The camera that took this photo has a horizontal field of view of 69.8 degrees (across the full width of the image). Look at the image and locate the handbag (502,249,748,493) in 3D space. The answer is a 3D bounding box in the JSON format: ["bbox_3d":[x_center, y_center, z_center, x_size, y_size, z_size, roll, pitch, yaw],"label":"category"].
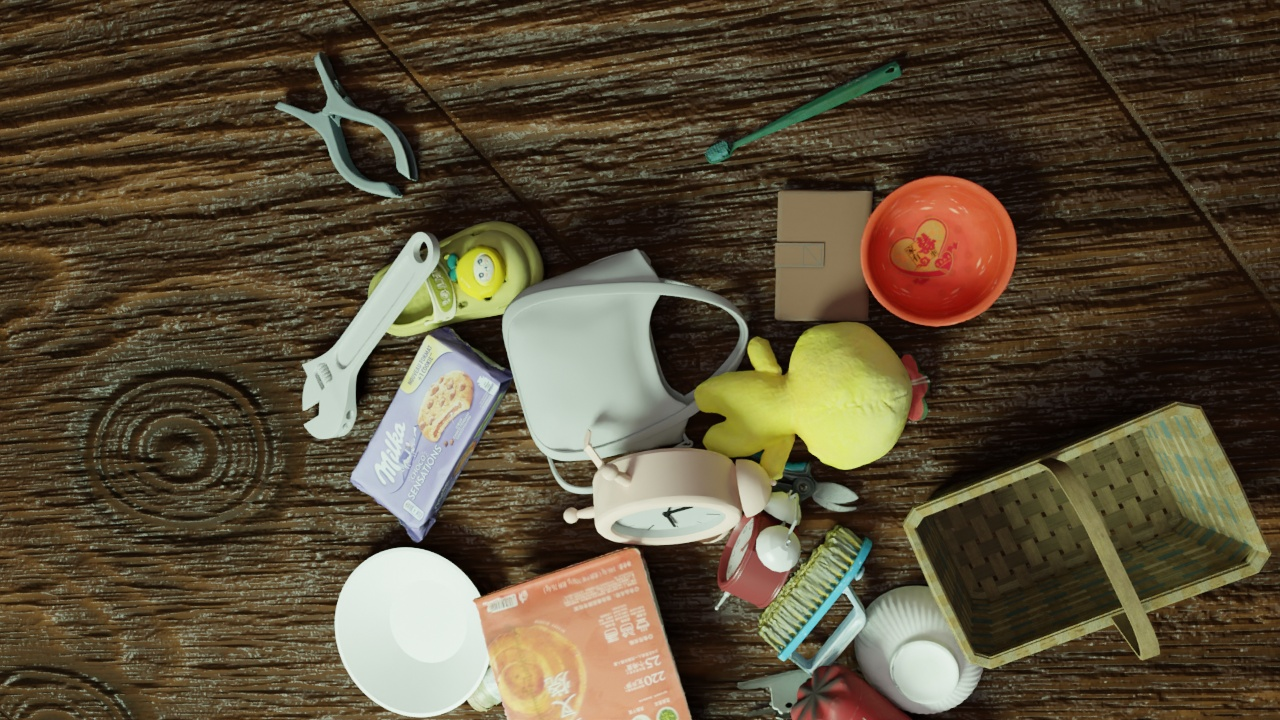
[{"bbox_3d":[-0.005,0.005,0.871,0.223,0.095,0.216,-13,103,3],"label":"handbag"}]

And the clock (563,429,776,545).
[{"bbox_3d":[0.025,0.115,0.828,0.160,0.131,0.086,12,60,-16],"label":"clock"}]

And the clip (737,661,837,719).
[{"bbox_3d":[0.143,0.320,0.879,0.102,0.054,0.057,-17,55,12],"label":"clip"}]

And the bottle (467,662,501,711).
[{"bbox_3d":[-0.128,0.314,0.933,0.111,0.043,0.043,-37,87,13],"label":"bottle"}]

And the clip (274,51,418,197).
[{"bbox_3d":[-0.303,-0.219,0.929,0.106,0.027,0.163,-42,85,10],"label":"clip"}]

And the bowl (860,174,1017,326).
[{"bbox_3d":[0.262,-0.096,0.814,0.130,0.045,0.130,1,95,12],"label":"bowl"}]

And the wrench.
[{"bbox_3d":[-0.266,-0.019,0.900,0.274,0.018,0.086,-44,69,31],"label":"wrench"}]

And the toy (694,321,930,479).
[{"bbox_3d":[0.155,0.037,0.825,0.208,0.092,0.134,-10,94,15],"label":"toy"}]

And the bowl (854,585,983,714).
[{"bbox_3d":[0.257,0.272,0.839,0.118,0.062,0.118,1,95,11],"label":"bowl"}]

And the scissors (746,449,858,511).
[{"bbox_3d":[0.128,0.108,0.874,0.131,0.019,0.149,-29,88,13],"label":"scissors"}]

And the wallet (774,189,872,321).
[{"bbox_3d":[0.169,-0.097,0.850,0.087,0.013,0.121,2,95,7],"label":"wallet"}]

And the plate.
[{"bbox_3d":[-0.229,0.276,0.950,0.174,0.036,0.174,1,93,14],"label":"plate"}]

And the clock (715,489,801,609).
[{"bbox_3d":[0.112,0.173,0.841,0.044,0.087,0.125,25,123,-5],"label":"clock"}]

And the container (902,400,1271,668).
[{"bbox_3d":[0.357,0.145,0.744,0.250,0.186,0.157,-25,89,12],"label":"container"}]

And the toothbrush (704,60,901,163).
[{"bbox_3d":[0.146,-0.227,0.841,0.190,0.017,0.016,-23,90,13],"label":"toothbrush"}]

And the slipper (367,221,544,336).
[{"bbox_3d":[-0.191,-0.078,0.893,0.191,0.081,0.091,-16,89,15],"label":"slipper"}]

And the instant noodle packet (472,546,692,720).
[{"bbox_3d":[-0.045,0.302,0.853,0.164,0.084,0.220,-18,77,-1],"label":"instant noodle packet"}]

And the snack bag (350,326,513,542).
[{"bbox_3d":[-0.207,0.073,0.921,0.096,0.058,0.206,34,103,10],"label":"snack bag"}]

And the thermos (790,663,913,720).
[{"bbox_3d":[0.245,0.371,0.832,0.240,0.073,0.073,40,101,-9],"label":"thermos"}]

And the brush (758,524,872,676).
[{"bbox_3d":[0.176,0.222,0.855,0.075,0.055,0.136,36,101,3],"label":"brush"}]
